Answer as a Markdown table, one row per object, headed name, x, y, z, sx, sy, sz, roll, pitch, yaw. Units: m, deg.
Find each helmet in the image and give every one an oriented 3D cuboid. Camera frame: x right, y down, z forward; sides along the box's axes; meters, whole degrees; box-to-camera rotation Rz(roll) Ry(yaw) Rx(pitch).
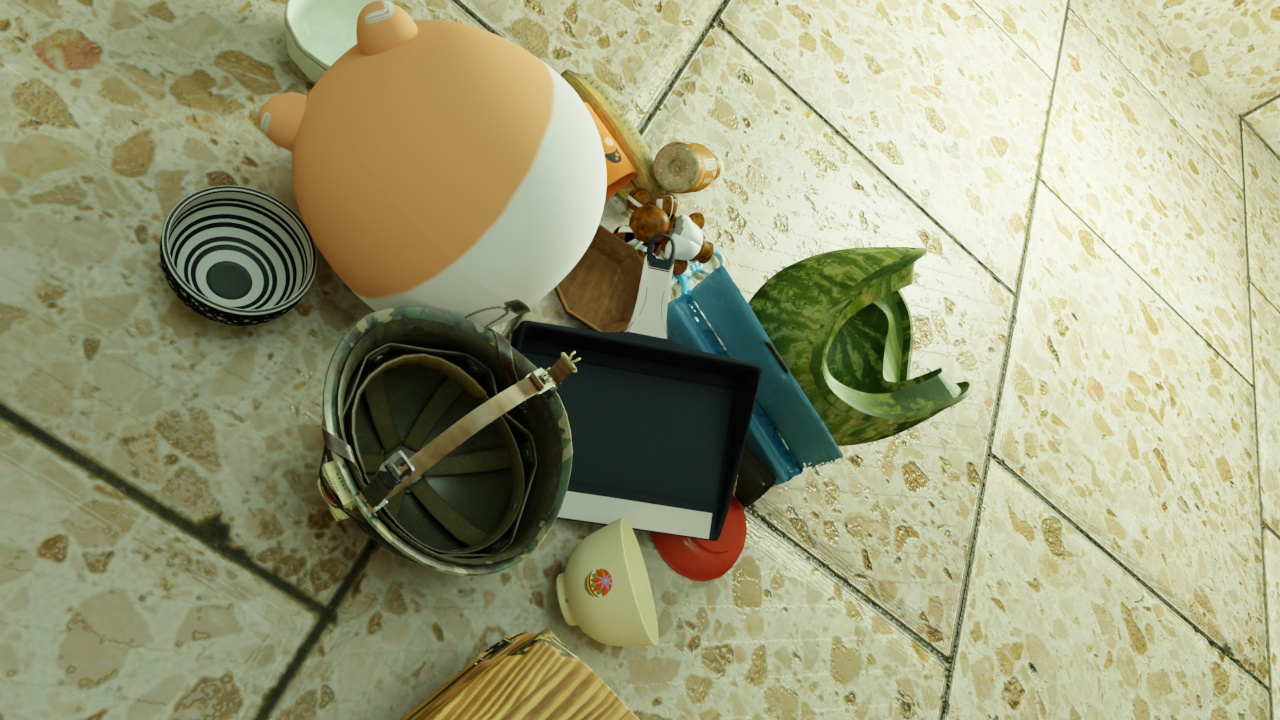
| name | x | y | z | sx | sy | sz | roll | pitch | yaw |
| --- | --- | --- | --- | --- | --- | --- | --- | --- | --- |
| helmet | -0.155 | 0.062 | 0.728 | 0.192 | 0.237 | 0.224 | -35 | 107 | -35 |
| helmet | 0.221 | -0.014 | 1.032 | 0.243 | 0.247 | 0.213 | -23 | 98 | -6 |

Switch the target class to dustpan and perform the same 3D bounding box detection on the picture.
| name | x | y | z | sx | sy | sz | roll | pitch | yaw |
| --- | --- | --- | --- | --- | --- | --- | --- | --- | --- |
| dustpan | -0.006 | 0.020 | 0.868 | 0.236 | 0.080 | 0.273 | 10 | 80 | -12 |

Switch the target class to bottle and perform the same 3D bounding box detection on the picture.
| name | x | y | z | sx | sy | sz | roll | pitch | yaw |
| --- | --- | --- | --- | --- | --- | --- | --- | --- | --- |
| bottle | 0.067 | -0.236 | 1.123 | 0.059 | 0.059 | 0.166 | 56 | 23 | 1 |
| bottle | 0.068 | 0.075 | 0.988 | 0.045 | 0.046 | 0.184 | -26 | 66 | -40 |

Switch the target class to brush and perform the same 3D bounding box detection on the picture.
| name | x | y | z | sx | sy | sz | roll | pitch | yaw |
| --- | --- | --- | --- | --- | --- | --- | --- | --- | --- |
| brush | -0.033 | -0.261 | 1.093 | 0.195 | 0.059 | 0.043 | 55 | 39 | -6 |

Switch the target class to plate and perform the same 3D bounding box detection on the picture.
| name | x | y | z | sx | sy | sz | roll | pitch | yaw |
| --- | --- | --- | --- | --- | --- | --- | --- | --- | --- |
| plate | -0.047 | -0.085 | 1.015 | 0.131 | 0.025 | 0.131 | 13 | 64 | -28 |

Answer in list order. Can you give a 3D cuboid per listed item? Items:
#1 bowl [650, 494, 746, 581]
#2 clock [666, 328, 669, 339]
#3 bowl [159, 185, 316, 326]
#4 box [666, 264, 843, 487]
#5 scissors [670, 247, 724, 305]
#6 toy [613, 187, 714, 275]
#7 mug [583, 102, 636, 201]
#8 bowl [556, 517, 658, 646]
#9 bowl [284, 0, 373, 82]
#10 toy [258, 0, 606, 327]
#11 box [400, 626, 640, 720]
| name | x | y | z | sx | sy | sz | roll | pitch | yaw |
| --- | --- | --- | --- | --- | --- | --- | --- | --- | --- |
| bowl | 0.068 | 0.168 | 0.969 | 0.122 | 0.035 | 0.121 | 15 | 60 | -28 |
| clock | -0.006 | 0.006 | 0.962 | 0.052 | 0.090 | 0.129 | 28 | 61 | -14 |
| bowl | -0.346 | -0.080 | 0.783 | 0.120 | 0.067 | 0.120 | 15 | 60 | -28 |
| box | 0.103 | 0.026 | 0.973 | 0.033 | 0.175 | 0.231 | -31 | 86 | -30 |
| scissors | 0.045 | -0.120 | 1.111 | 0.127 | 0.012 | 0.137 | 49 | 52 | -4 |
| toy | 0.032 | -0.147 | 1.072 | 0.112 | 0.067 | 0.087 | 22 | 90 | -34 |
| mug | -0.077 | -0.221 | 1.042 | 0.112 | 0.078 | 0.096 | -36 | 90 | -9 |
| bowl | -0.035 | 0.211 | 0.844 | 0.074 | 0.118 | 0.118 | -16 | 73 | 5 |
| bowl | -0.307 | -0.320 | 0.931 | 0.117 | 0.061 | 0.117 | 15 | 61 | -29 |
| toy | -0.173 | -0.168 | 0.807 | 0.280 | 0.263 | 0.265 | 40 | 24 | -40 |
| box | -0.113 | 0.354 | 0.639 | 0.278 | 0.221 | 0.258 | -31 | 85 | -39 |
